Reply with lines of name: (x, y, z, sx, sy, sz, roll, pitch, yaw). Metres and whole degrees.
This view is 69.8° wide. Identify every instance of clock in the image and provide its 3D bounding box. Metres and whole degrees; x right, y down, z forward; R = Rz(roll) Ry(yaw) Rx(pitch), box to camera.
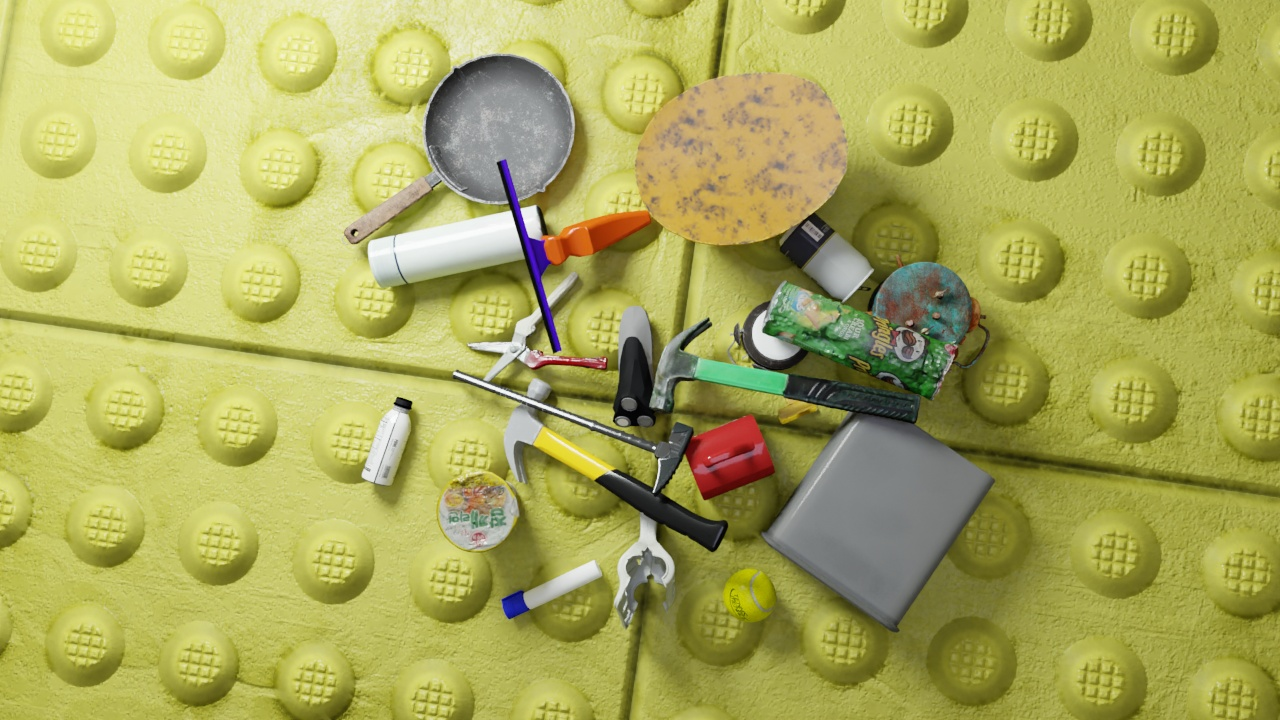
clock: (0.366, -0.052, 1.158, 0.157, 0.073, 0.121, 33, 89, 4)
clock: (0.172, -0.030, 1.183, 0.123, 0.044, 0.091, -34, 85, 1)

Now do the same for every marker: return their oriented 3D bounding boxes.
marker: (-0.115, 0.296, 1.192, 0.133, 0.023, 0.027, -25, 64, 2)

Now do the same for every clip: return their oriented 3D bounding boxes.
clip: (0.198, 0.053, 1.185, 0.054, 0.046, 0.048, -22, 110, 3)
clip: (0.018, 0.259, 1.143, 0.110, 0.127, 0.150, 21, 64, 13)

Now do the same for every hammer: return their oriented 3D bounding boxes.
hammer: (0.177, 0.029, 1.122, 0.319, 0.032, 0.130, 11, 74, 17)
hammer: (-0.099, 0.074, 1.154, 0.325, 0.015, 0.094, 19, 67, 17)
hammer: (-0.038, 0.146, 1.144, 0.324, 0.029, 0.127, 28, 87, 24)

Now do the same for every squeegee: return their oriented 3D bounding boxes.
squeegee: (-0.070, -0.158, 1.183, 0.184, 0.055, 0.250, -22, 110, -21)

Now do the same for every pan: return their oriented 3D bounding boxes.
pan: (-0.250, -0.261, 1.227, 0.357, 0.040, 0.207, -35, 85, 2)

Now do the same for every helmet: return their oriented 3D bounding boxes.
helmet: (0.121, -0.239, 1.154, 0.255, 0.131, 0.205, -18, 86, 2)

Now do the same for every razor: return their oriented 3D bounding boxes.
razor: (-0.007, 0.007, 1.189, 0.057, 0.060, 0.156, -2, 72, 14)

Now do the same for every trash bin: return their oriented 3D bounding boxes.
trash bin: (0.291, 0.186, 1.137, 0.192, 0.097, 0.220, 35, 88, 5)

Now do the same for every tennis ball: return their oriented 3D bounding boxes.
tennis ball: (0.138, 0.296, 1.154, 0.065, 0.065, 0.065, 0, 86, 3)

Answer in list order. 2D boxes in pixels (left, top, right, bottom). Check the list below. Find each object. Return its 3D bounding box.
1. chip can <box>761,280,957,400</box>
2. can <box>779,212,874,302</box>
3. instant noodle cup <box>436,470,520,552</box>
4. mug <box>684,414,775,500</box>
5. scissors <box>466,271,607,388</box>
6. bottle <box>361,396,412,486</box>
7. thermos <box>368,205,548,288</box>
chip can: (0.259, -0.027, 1.107, 0.223, 0.075, 0.075, 22, 88, 11)
can: (0.241, -0.128, 1.174, 0.127, 0.064, 0.064, 43, 90, 5)
instant noodle cup: (-0.194, 0.186, 1.160, 0.102, 0.108, 0.102, 0, 86, 4)
mug: (0.109, 0.120, 1.141, 0.096, 0.116, 0.080, -22, 81, 2)
scissors: (-0.130, -0.037, 1.208, 0.199, 0.015, 0.179, 10, 77, 15)
bottle: (-0.329, 0.105, 1.208, 0.041, 0.041, 0.116, 19, 88, 4)
thermos: (-0.237, -0.148, 1.205, 0.230, 0.068, 0.068, -12, 86, 2)
